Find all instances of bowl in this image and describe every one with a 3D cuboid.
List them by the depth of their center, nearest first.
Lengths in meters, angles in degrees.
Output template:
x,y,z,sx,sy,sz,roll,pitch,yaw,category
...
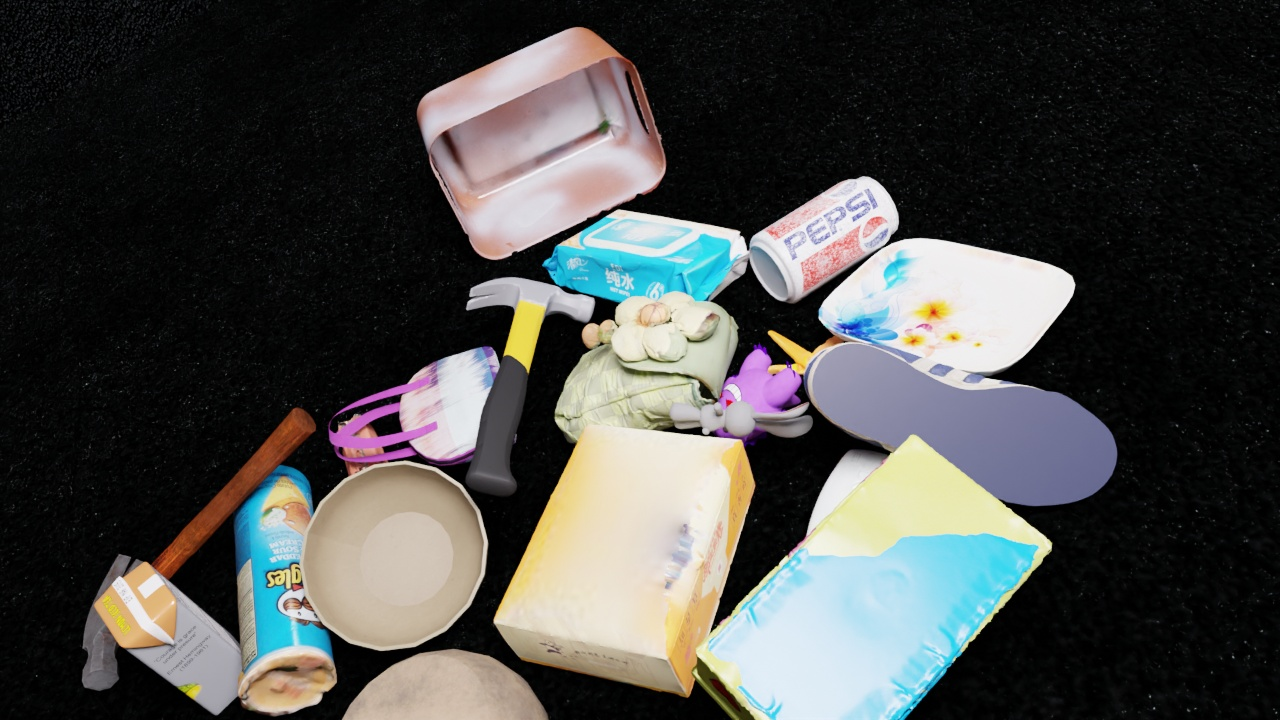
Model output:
x,y,z,sx,sy,sz,roll,pitch,yaw,category
-0.147,0.277,0.645,0.162,0.070,0.162,-12,43,11,bowl
-0.201,0.164,0.771,0.152,0.050,0.152,0,72,0,bowl

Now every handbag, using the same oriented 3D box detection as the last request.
x,y,z,sx,sy,sz,roll,pitch,yaw,category
-0.005,0.005,0.819,0.187,0.117,0.113,-18,31,29,handbag
-0.212,0.053,0.881,0.170,0.068,0.144,-14,42,-8,handbag

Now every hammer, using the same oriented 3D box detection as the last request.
x,y,z,sx,sy,sz,roll,pitch,yaw,category
-0.398,0.154,0.825,0.301,0.028,0.111,-45,41,9,hammer
-0.117,0.010,0.850,0.127,0.029,0.322,16,32,-8,hammer

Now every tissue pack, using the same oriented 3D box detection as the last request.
x,y,z,sx,sy,sz,roll,pitch,yaw,category
0.003,-0.106,0.971,0.210,0.066,0.116,16,38,37,tissue pack

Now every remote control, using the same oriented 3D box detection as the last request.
x,y,z,sx,sy,sz,roll,pitch,yaw,category
0.166,0.119,0.710,0.060,0.028,0.114,12,52,29,remote control

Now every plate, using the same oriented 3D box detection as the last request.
x,y,z,sx,sy,sz,roll,pitch,yaw,category
0.274,-0.050,0.828,0.187,0.016,0.186,21,46,37,plate

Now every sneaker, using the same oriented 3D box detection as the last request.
x,y,z,sx,sy,sz,roll,pitch,yaw,category
0.235,0.047,0.731,0.233,0.118,0.091,16,90,-1,sneaker

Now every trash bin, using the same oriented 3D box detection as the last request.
x,y,z,sx,sy,sz,roll,pitch,yaw,category
-0.124,-0.272,1.122,0.259,0.182,0.157,-26,41,-3,trash bin

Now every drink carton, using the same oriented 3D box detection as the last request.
x,y,z,sx,sy,sz,roll,pitch,yaw,category
-0.376,0.228,0.749,0.076,0.125,0.048,25,59,39,drink carton

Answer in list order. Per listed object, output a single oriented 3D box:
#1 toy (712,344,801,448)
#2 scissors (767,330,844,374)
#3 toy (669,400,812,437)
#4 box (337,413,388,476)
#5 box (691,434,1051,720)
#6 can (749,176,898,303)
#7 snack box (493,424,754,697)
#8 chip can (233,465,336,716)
x,y,z,sx,sy,sz,roll,pitch,yaw,category
0.097,0.041,0.797,0.088,0.056,0.106,-40,27,-4,toy
0.157,0.005,0.844,0.125,0.011,0.130,-40,47,-17,scissors
0.079,0.046,0.733,0.112,0.049,0.030,2,64,16,toy
-0.261,0.120,0.876,0.058,0.060,0.186,-53,41,13,box
0.150,0.169,0.609,0.220,0.082,0.124,-42,65,-17,box
0.182,-0.121,0.913,0.136,0.078,0.078,-32,43,-11,can
-0.007,0.143,0.717,0.145,0.081,0.194,4,48,24,snack box
-0.315,0.192,0.799,0.080,0.080,0.229,-26,42,-5,chip can
